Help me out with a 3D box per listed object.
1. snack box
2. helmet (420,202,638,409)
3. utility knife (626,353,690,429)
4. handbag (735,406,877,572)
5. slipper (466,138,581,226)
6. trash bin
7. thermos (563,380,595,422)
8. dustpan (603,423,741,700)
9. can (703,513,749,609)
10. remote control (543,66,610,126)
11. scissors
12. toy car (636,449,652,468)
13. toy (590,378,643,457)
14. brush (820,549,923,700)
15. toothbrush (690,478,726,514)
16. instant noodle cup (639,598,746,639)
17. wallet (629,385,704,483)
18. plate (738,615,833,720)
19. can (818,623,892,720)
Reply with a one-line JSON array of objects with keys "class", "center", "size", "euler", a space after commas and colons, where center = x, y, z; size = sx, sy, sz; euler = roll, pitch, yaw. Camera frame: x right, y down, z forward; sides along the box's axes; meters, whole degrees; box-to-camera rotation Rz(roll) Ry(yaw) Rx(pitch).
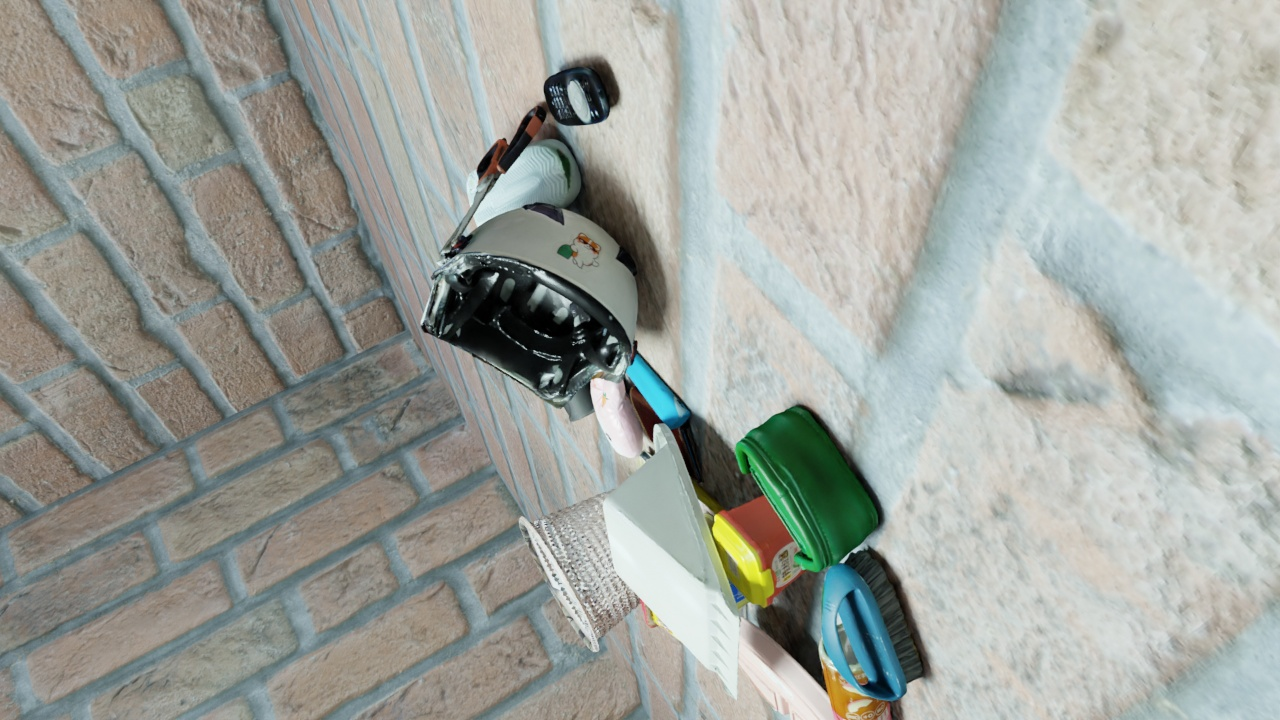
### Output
[{"class": "snack box", "center": [0.122, 0.182, 0.906], "size": [0.082, 0.080, 0.091], "euler": [43, 155, 46]}, {"class": "helmet", "center": [-0.102, -0.079, 0.999], "size": [0.230, 0.156, 0.275], "euler": [29, 148, -13]}, {"class": "utility knife", "center": [-0.007, 0.006, 1.112], "size": [0.216, 0.018, 0.034], "euler": [51, 127, 38]}, {"class": "handbag", "center": [0.134, 0.115, 0.785], "size": [0.131, 0.068, 0.120], "euler": [56, 164, 18]}, {"class": "slipper", "center": [-0.133, -0.199, 1.079], "size": [0.246, 0.074, 0.104], "euler": [-14, 103, 57]}, {"class": "trash bin", "center": [-0.047, 0.291, 1.386], "size": [0.227, 0.192, 0.228], "euler": [53, 161, 26]}, {"class": "thermos", "center": [-0.124, -0.032, 1.348], "size": [0.090, 0.068, 0.242], "euler": [-24, 97, 42]}, {"class": "dustpan", "center": [0.060, 0.200, 1.018], "size": [0.258, 0.142, 0.223], "euler": [37, 153, 29]}, {"class": "can", "center": [0.094, 0.251, 1.147], "size": [0.102, 0.057, 0.083], "euler": [32, 144, 59]}, {"class": "remote control", "center": [-0.056, -0.245, 0.849], "size": [0.136, 0.024, 0.053], "euler": [24, 138, 62]}, {"class": "scissors", "center": [-0.161, -0.187, 0.959], "size": [0.015, 0.202, 0.204], "euler": [42, 179, -25]}, {"class": "toy car", "center": [0.016, 0.166, 1.280], "size": [0.042, 0.035, 0.090], "euler": [35, 147, 54]}, {"class": "toy", "center": [-0.035, 0.057, 1.215], "size": [0.121, 0.054, 0.160], "euler": [-120, 13, -47]}, {"class": "brush", "center": [0.194, 0.238, 0.796], "size": [0.055, 0.073, 0.144], "euler": [13, 129, 60]}, {"class": "toothbrush", "center": [0.097, 0.179, 1.090], "size": [0.190, 0.015, 0.017], "euler": [36, 145, 56]}, {"class": "instant noodle cup", "center": [0.076, 0.337, 1.261], "size": [0.124, 0.115, 0.116], "euler": [36, 151, 33]}, {"class": "wallet", "center": [0.033, 0.091, 1.136], "size": [0.122, 0.020, 0.096], "euler": [37, 155, 53]}, {"class": "plate", "center": [0.179, 0.402, 1.113], "size": [0.229, 0.028, 0.230], "euler": [45, 163, 18]}, {"class": "can", "center": [0.214, 0.325, 0.904], "size": [0.058, 0.057, 0.147], "euler": [40, 153, 52]}]
